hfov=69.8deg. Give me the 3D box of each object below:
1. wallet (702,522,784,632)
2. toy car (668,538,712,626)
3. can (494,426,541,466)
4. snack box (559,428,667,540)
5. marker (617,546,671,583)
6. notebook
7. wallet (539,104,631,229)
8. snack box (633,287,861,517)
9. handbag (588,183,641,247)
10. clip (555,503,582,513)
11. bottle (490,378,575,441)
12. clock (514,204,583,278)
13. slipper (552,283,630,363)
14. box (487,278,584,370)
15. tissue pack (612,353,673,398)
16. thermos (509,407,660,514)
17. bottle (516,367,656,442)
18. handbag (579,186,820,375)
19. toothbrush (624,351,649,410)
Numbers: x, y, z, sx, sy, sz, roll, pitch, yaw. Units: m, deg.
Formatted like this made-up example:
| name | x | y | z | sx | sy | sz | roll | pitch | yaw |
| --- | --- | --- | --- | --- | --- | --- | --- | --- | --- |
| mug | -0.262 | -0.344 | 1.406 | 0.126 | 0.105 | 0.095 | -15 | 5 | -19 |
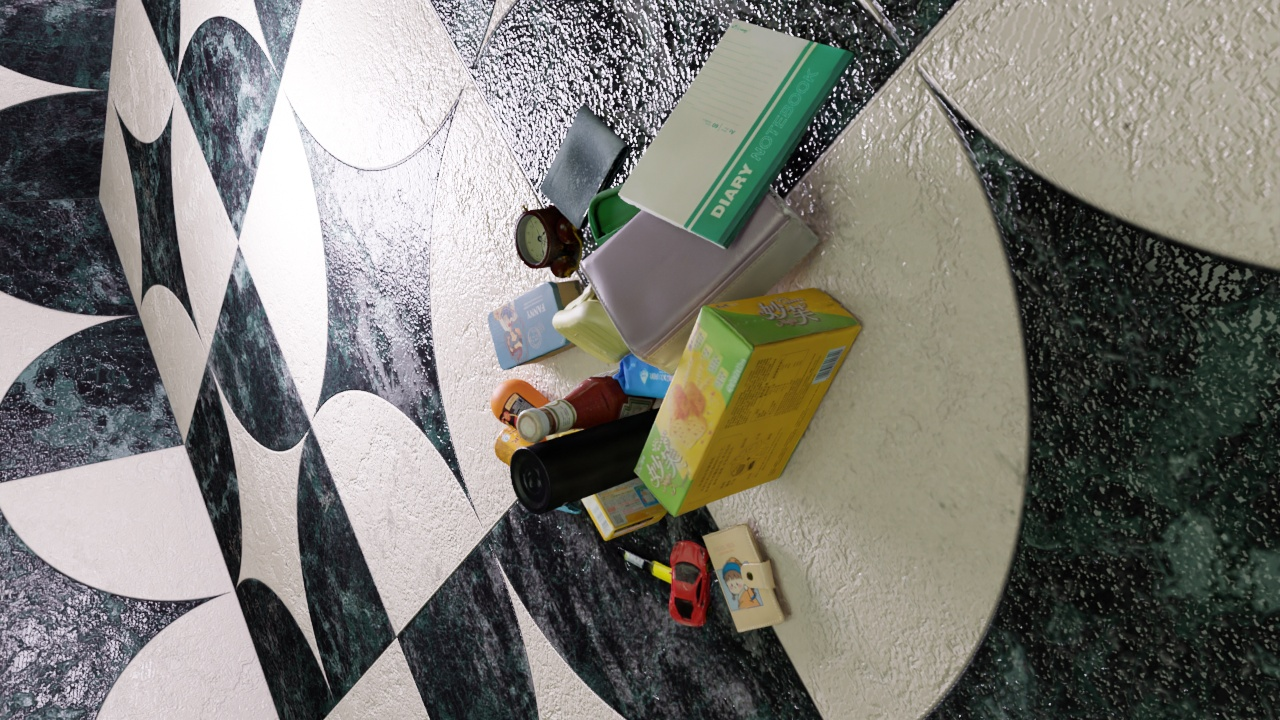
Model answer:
| name | x | y | z | sx | sy | sz | roll | pitch | yaw |
| --- | --- | --- | --- | --- | --- | --- | --- | --- | --- |
| wallet | 0.117 | 0.240 | 1.018 | 0.087 | 0.024 | 0.115 | -33 | 73 | 54 |
| toy car | 0.057 | 0.261 | 1.076 | 0.049 | 0.031 | 0.106 | 8 | 105 | 26 |
| can | -0.140 | 0.138 | 1.265 | 0.146 | 0.058 | 0.058 | 23 | 117 | 44 |
| snack box | -0.038 | 0.145 | 1.124 | 0.140 | 0.086 | 0.034 | 58 | 136 | 21 |
| marker | 0.010 | 0.257 | 1.155 | 0.124 | 0.015 | 0.018 | 11 | 114 | 51 |
| notebook | 0.085 | -0.216 | 0.858 | 0.150 | 0.012 | 0.209 | 34 | 90 | 39 |
| wallet | -0.069 | -0.230 | 1.099 | 0.097 | 0.019 | 0.121 | 49 | 118 | 33 |
| snack box | 0.099 | 0.038 | 0.878 | 0.070 | 0.157 | 0.211 | 47 | 132 | 32 |
| handbag | 0.009 | -0.144 | 1.017 | 0.132 | 0.067 | 0.120 | -5 | 104 | 49 |
| clip | -0.101 | 0.199 | 1.270 | 0.056 | 0.013 | 0.039 | -12 | 90 | 51 |
| bottle | -0.139 | 0.079 | 1.252 | 0.149 | 0.066 | 0.067 | 29 | 121 | 34 |
| clock | -0.109 | -0.151 | 1.155 | 0.122 | 0.055 | 0.082 | 32 | 122 | 39 |
| slipper | -0.037 | -0.048 | 1.039 | 0.091 | 0.081 | 0.191 | 38 | 171 | -10 |
| box | -0.128 | -0.047 | 1.203 | 0.185 | 0.059 | 0.089 | -23 | 82 | 52 |
| tissue pack | 0.053 | 0.013 | 0.979 | 0.157 | 0.094 | 0.052 | 3 | 103 | 47 |
| thermos | -0.013 | 0.089 | 0.957 | 0.090 | 0.241 | 0.068 | -33 | 76 | 49 |
| bottle | -0.057 | 0.050 | 0.998 | 0.060 | 0.205 | 0.060 | 7 | 103 | 32 |
| handbag | 0.053 | -0.102 | 0.895 | 0.197 | 0.098 | 0.145 | -42 | 59 | 15 |
| toothbrush | -0.006 | 0.006 | 1.099 | 0.026 | 0.026 | 0.221 | -136 | 41 | -79 |
